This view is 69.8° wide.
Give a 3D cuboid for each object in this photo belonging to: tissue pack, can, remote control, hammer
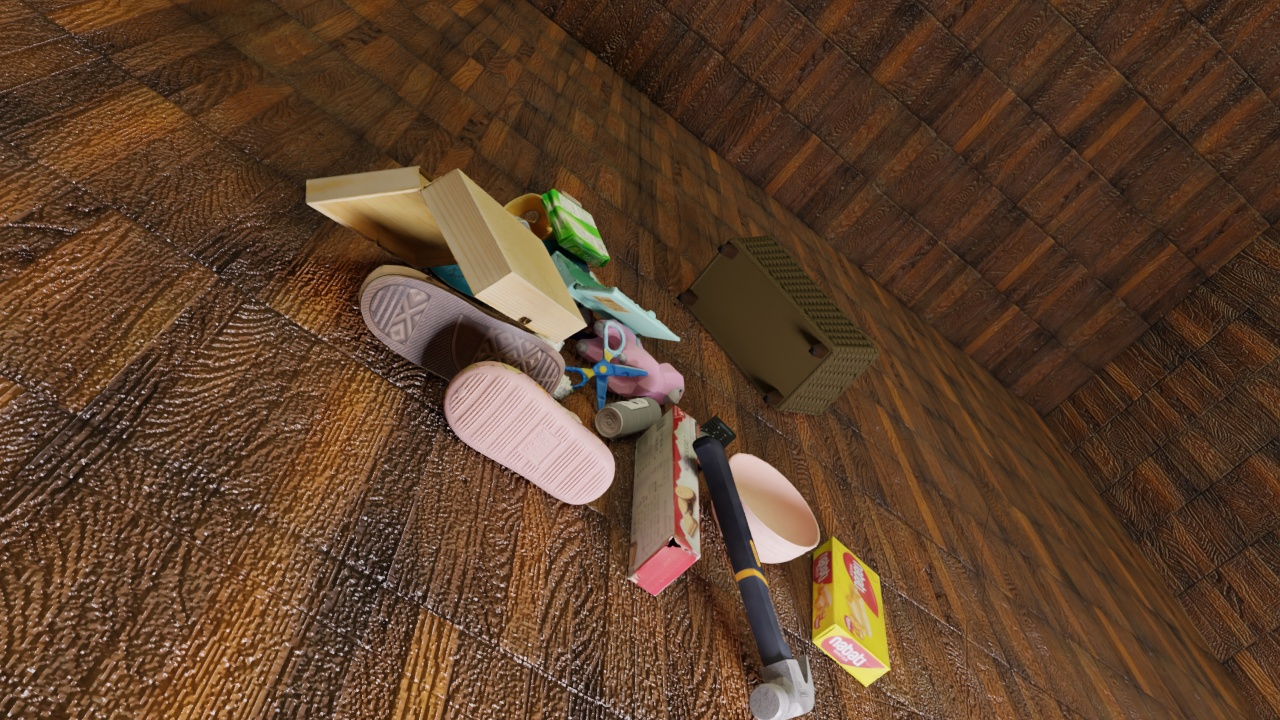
[{"bbox_3d":[-0.095,-0.194,1.346,0.114,0.034,0.099,27,35,-53],"label":"tissue pack"},{"bbox_3d":[-0.014,0.072,1.160,0.044,0.044,0.106,49,23,17],"label":"can"},{"bbox_3d":[0.093,0.116,1.290,0.045,0.021,0.140,44,27,9],"label":"remote control"},{"bbox_3d":[0.113,0.224,0.988,0.139,0.035,0.312,31,38,-57],"label":"hammer"}]

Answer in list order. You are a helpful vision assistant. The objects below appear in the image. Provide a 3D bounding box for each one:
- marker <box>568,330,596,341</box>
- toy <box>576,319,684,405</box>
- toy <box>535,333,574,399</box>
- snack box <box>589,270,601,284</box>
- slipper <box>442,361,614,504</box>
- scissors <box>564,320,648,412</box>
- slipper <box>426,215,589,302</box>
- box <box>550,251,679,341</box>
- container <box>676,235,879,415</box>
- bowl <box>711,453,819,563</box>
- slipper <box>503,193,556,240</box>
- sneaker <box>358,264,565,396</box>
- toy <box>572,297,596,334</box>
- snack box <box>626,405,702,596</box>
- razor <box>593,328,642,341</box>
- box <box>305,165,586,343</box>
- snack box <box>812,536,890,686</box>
[{"bbox_3d":[-0.070,-0.028,1.287,0.133,0.015,0.018,20,0,-42],"label":"marker"},{"bbox_3d":[-0.008,0.007,1.264,0.157,0.067,0.123,18,31,-53],"label":"toy"},{"bbox_3d":[-0.134,-0.001,1.102,0.108,0.041,0.095,15,49,-42],"label":"toy"},{"bbox_3d":[-0.111,-0.118,1.373,0.148,0.026,0.061,10,39,-53],"label":"snack box"},{"bbox_3d":[-0.111,0.068,0.956,0.197,0.093,0.081,37,12,-14],"label":"slipper"},{"bbox_3d":[-0.050,0.010,1.166,0.125,0.127,0.013,6,-6,-17],"label":"scissors"},{"bbox_3d":[-0.162,-0.137,1.236,0.294,0.060,0.118,-11,65,-52],"label":"slipper"},{"bbox_3d":[-0.037,-0.076,1.260,0.138,0.055,0.187,40,4,36],"label":"box"},{"bbox_3d":[0.234,-0.067,1.663,0.321,0.177,0.204,51,27,22],"label":"container"},{"bbox_3d":[0.144,0.197,1.151,0.153,0.076,0.152,34,25,-18],"label":"bowl"},{"bbox_3d":[-0.163,-0.200,1.372,0.263,0.079,0.099,9,41,-54],"label":"slipper"},{"bbox_3d":[-0.199,-0.030,1.006,0.245,0.091,0.097,26,10,-30],"label":"sneaker"},{"bbox_3d":[-0.093,-0.076,1.301,0.102,0.050,0.065,3,48,-50],"label":"toy"},{"bbox_3d":[0.030,0.151,1.049,0.044,0.077,0.272,39,21,-16],"label":"snack box"},{"bbox_3d":[-0.036,-0.045,1.349,0.044,0.021,0.144,55,19,10],"label":"razor"},{"bbox_3d":[-0.188,-0.123,0.981,0.253,0.118,0.247,22,-5,15],"label":"box"},{"bbox_3d":[0.267,0.316,1.178,0.092,0.042,0.200,41,22,-6],"label":"snack box"}]
